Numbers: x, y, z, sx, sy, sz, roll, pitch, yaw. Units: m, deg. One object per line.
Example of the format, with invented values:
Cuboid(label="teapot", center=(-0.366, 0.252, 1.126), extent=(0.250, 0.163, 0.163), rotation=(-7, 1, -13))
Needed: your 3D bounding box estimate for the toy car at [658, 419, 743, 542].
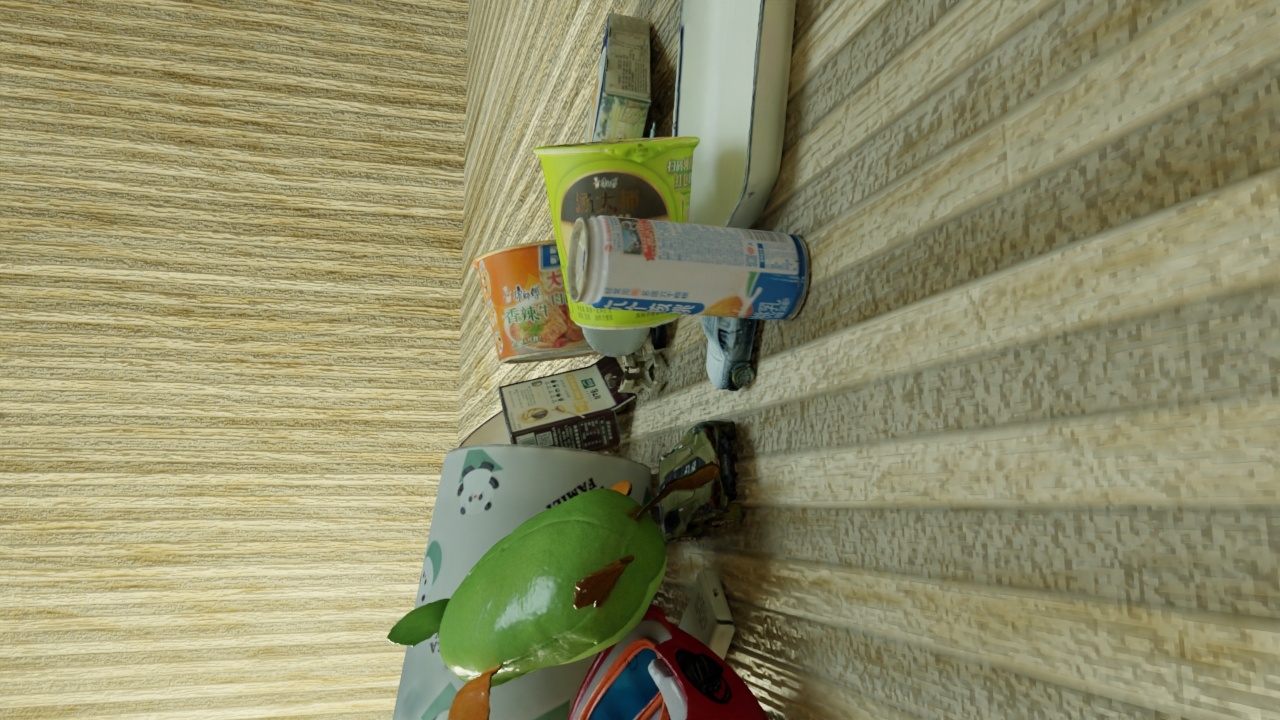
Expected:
Cuboid(label="toy car", center=(0.036, 0.091, 0.662), extent=(0.158, 0.042, 0.070), rotation=(123, 146, -65))

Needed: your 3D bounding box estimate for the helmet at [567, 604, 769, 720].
Cuboid(label="helmet", center=(0.012, 0.269, 0.534), extent=(0.207, 0.144, 0.239), rotation=(-57, 3, 23))

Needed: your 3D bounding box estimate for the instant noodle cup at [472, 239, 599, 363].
Cuboid(label="instant noodle cup", center=(-0.095, -0.058, 0.966), extent=(0.151, 0.151, 0.111), rotation=(163, 101, -73))

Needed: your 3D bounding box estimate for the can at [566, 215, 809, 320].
Cuboid(label="can", center=(0.027, -0.054, 0.538), extent=(0.053, 0.134, 0.053), rotation=(-178, 91, -74))

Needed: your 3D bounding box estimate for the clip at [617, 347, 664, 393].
Cuboid(label="clip", center=(-0.005, 0.010, 0.829), extent=(0.100, 0.034, 0.070), rotation=(-160, 72, -78))

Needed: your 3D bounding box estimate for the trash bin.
Cuboid(label="trash bin", center=(-0.087, 0.211, 0.778), extent=(0.230, 0.229, 0.251), rotation=(139, 137, -69))

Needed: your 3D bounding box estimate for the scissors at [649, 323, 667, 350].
Cuboid(label="scissors", center=(0.013, -0.090, 0.763), extent=(0.178, 0.014, 0.159), rotation=(147, 118, -84))

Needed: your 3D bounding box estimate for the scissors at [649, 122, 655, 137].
Cuboid(label="scissors", center=(0.001, -0.134, 0.754), extent=(0.118, 0.017, 0.134), rotation=(-95, 12, -55))

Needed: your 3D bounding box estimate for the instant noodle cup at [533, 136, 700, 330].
Cuboid(label="instant noodle cup", center=(-0.012, -0.087, 0.629), extent=(0.111, 0.111, 0.123), rotation=(-138, 42, -70))

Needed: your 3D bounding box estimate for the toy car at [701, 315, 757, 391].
Cuboid(label="toy car", center=(0.059, -0.024, 0.608), extent=(0.043, 0.034, 0.091), rotation=(-130, 43, -62))

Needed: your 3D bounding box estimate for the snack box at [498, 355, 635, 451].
Cuboid(label="snack box", center=(-0.074, 0.049, 0.925), extent=(0.113, 0.125, 0.053), rotation=(-122, 21, -63))

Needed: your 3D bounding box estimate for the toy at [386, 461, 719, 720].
Cuboid(label="toy", center=(-0.054, 0.145, 0.587), extent=(0.248, 0.090, 0.226), rotation=(-36, 8, 40))

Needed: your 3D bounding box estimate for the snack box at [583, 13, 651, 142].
Cuboid(label="snack box", center=(-0.029, -0.205, 0.864), extent=(0.177, 0.046, 0.183), rotation=(-91, 13, -50))

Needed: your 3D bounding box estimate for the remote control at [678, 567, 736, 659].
Cuboid(label="remote control", center=(0.040, 0.209, 0.660), extent=(0.049, 0.024, 0.125), rotation=(-109, 27, -51))

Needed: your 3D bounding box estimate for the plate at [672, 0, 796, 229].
Cuboid(label="plate", center=(0.063, -0.202, 0.613), extent=(0.162, 0.034, 0.266), rotation=(-158, 70, -74))

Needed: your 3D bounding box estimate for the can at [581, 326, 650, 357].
Cuboid(label="can", center=(-0.028, -0.044, 0.833), extent=(0.146, 0.058, 0.058), rotation=(-122, 36, -78))

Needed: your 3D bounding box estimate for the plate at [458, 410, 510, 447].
Cuboid(label="plate", center=(-0.120, 0.100, 0.999), extent=(0.039, 0.192, 0.192), rotation=(63, 177, -25))
